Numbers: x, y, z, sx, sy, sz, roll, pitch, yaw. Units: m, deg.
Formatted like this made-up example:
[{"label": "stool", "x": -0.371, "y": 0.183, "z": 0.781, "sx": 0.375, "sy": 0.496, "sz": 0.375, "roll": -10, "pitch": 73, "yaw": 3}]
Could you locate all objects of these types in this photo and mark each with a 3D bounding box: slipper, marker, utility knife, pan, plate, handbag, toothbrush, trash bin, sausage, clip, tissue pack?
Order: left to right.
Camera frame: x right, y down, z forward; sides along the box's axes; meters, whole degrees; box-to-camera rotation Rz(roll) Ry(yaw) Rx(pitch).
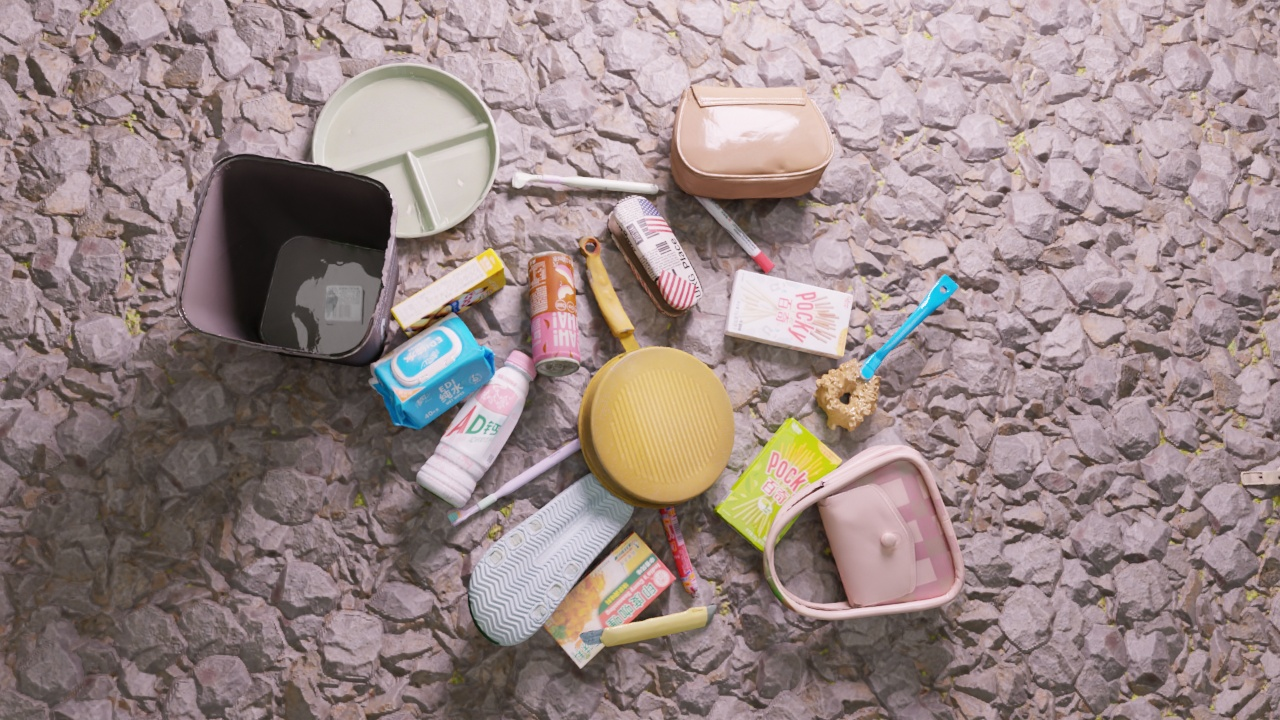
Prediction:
[{"label": "trash bin", "x": -0.365, "y": -0.090, "z": 1.024, "sx": 0.198, "sy": 0.220, "sz": 0.199, "roll": 10, "pitch": 80, "yaw": -5}, {"label": "plate", "x": -0.294, "y": -0.263, "z": 1.157, "sx": 0.230, "sy": 0.027, "sz": 0.230, "roll": 1, "pitch": 81, "yaw": -8}, {"label": "tissue pack", "x": -0.247, "y": 0.011, "z": 1.085, "sx": 0.140, "sy": 0.063, "sz": 0.090, "roll": -35, "pitch": 53, "yaw": -11}, {"label": "toothbrush", "x": -0.149, "y": 0.145, "z": 1.118, "sx": 0.189, "sy": 0.029, "sz": 0.021, "roll": -30, "pitch": 126, "yaw": -12}, {"label": "slipper", "x": -0.107, "y": 0.226, "z": 1.086, "sx": 0.104, "sy": 0.074, "sz": 0.244, "roll": 46, "pitch": 63, "yaw": 3}, {"label": "toothbrush", "x": -0.070, "y": -0.227, "z": 1.185, "sx": 0.189, "sy": 0.020, "sz": 0.029, "roll": 2, "pitch": 48, "yaw": -8}, {"label": "pan", "x": -0.007, "y": 0.007, "z": 1.135, "sx": 0.197, "sy": 0.078, "sz": 0.357, "roll": -15, "pitch": 87, "yaw": -24}, {"label": "utility knife", "x": 0.012, "y": 0.319, "z": 1.095, "sx": 0.176, "sy": 0.019, "sz": 0.031, "roll": -6, "pitch": 102, "yaw": -26}, {"label": "sausage", "x": 0.043, "y": 0.217, "z": 1.129, "sx": 0.020, "sy": 0.020, "sz": 0.156, "roll": -16, "pitch": 84, "yaw": -9}, {"label": "marker", "x": 0.121, "y": -0.172, "z": 1.201, "sx": 0.017, "sy": 0.017, "sz": 0.145, "roll": -43, "pitch": 88, "yaw": -11}, {"label": "handbag", "x": 0.138, "y": -0.279, "z": 1.182, "sx": 0.204, "sy": 0.100, "sz": 0.147, "roll": -1, "pitch": 74, "yaw": -7}, {"label": "handbag", "x": 0.259, "y": 0.223, "z": 1.116, "sx": 0.234, "sy": 0.093, "sz": 0.193, "roll": -19, "pitch": 91, "yaw": -6}, {"label": "clip", "x": 0.866, "y": 0.158, "z": 1.242, "sx": 0.103, "sy": 0.076, "sz": 0.034, "roll": -5, "pitch": 83, "yaw": 2}]

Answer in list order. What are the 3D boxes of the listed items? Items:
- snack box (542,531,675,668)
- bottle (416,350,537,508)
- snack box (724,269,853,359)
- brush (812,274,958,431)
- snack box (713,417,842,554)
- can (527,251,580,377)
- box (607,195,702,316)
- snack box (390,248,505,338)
[{"label": "snack box", "x": -0.040, "y": 0.286, "z": 1.105, "sx": 0.155, "sy": 0.027, "sz": 0.077, "roll": -41, "pitch": 90, "yaw": -11}, {"label": "bottle", "x": -0.188, "y": 0.079, "z": 1.100, "sx": 0.068, "sy": 0.068, "sz": 0.196, "roll": 33, "pitch": 75, "yaw": -1}, {"label": "snack box", "x": 0.192, "y": -0.059, "z": 1.188, "sx": 0.157, "sy": 0.027, "sz": 0.084, "roll": 12, "pitch": 80, "yaw": -4}, {"label": "brush", "x": 0.320, "y": -0.014, "z": 1.182, "sx": 0.083, "sy": 0.046, "sz": 0.254, "roll": 43, "pitch": 85, "yaw": 4}, {"label": "snack box", "x": 0.172, "y": 0.157, "z": 1.152, "sx": 0.086, "sy": 0.026, "sz": 0.156, "roll": 42, "pitch": 78, "yaw": 0}, {"label": "can", "x": -0.106, "y": -0.057, "z": 1.118, "sx": 0.058, "sy": 0.058, "sz": 0.147, "roll": -3, "pitch": 69, "yaw": -8}, {"label": "box", "x": 0.024, "y": -0.137, "z": 1.154, "sx": 0.075, "sy": 0.076, "sz": 0.163, "roll": -29, "pitch": 83, "yaw": -16}, {"label": "snack box", "x": -0.229, "y": -0.077, "z": 1.106, "sx": 0.140, "sy": 0.087, "sz": 0.033, "roll": -35, "pitch": 86, "yaw": -11}]
